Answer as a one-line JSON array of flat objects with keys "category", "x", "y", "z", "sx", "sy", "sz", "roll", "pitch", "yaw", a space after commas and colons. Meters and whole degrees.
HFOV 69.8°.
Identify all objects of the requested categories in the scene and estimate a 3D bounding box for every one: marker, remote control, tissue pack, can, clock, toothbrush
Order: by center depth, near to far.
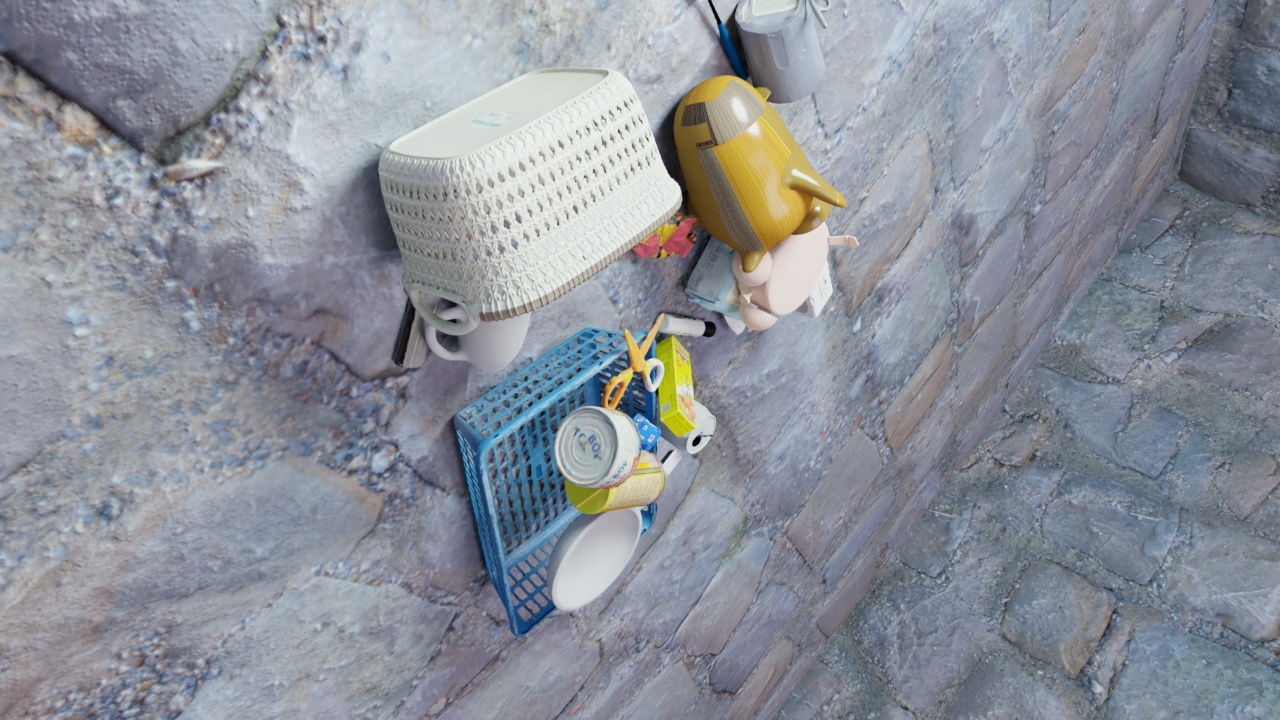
[{"category": "remote control", "x": -0.201, "y": -0.055, "z": 0.858, "sx": 0.033, "sy": 0.013, "sz": 0.137, "roll": -7, "pitch": 121, "yaw": -52}, {"category": "can", "x": -0.046, "y": 0.091, "z": 0.963, "sx": 0.043, "sy": 0.086, "sz": 0.086, "roll": 17, "pitch": 104, "yaw": -57}, {"category": "toothbrush", "x": 0.088, "y": -0.352, "z": 0.986, "sx": 0.014, "sy": 0.014, "sz": 0.167, "roll": -25, "pitch": 154, "yaw": 13}, {"category": "can", "x": -0.029, "y": 0.135, "z": 1.038, "sx": 0.104, "sy": 0.068, "sz": 0.068, "roll": 3, "pitch": 116, "yaw": -52}, {"category": "clock", "x": 0.186, "y": -0.119, "z": 1.146, "sx": 0.160, "sy": 0.086, "sz": 0.131, "roll": -38, "pitch": 141, "yaw": -20}, {"category": "remote control", "x": 0.008, "y": 0.165, "z": 1.176, "sx": 0.124, "sy": 0.012, "sz": 0.028, "roll": -51, "pitch": 149, "yaw": -10}, {"category": "tissue pack", "x": 0.135, "y": -0.143, "z": 1.193, "sx": 0.112, "sy": 0.070, "sz": 0.182, "roll": 20, "pitch": 99, "yaw": -58}, {"category": "can", "x": 0.042, "y": 0.072, "z": 1.201, "sx": 0.064, "sy": 0.127, "sz": 0.064, "roll": -35, "pitch": 142, "yaw": -32}, {"category": "marker", "x": 0.064, "y": -0.045, "z": 1.223, "sx": 0.125, "sy": 0.025, "sz": 0.025, "roll": 4, "pitch": 115, "yaw": -55}]

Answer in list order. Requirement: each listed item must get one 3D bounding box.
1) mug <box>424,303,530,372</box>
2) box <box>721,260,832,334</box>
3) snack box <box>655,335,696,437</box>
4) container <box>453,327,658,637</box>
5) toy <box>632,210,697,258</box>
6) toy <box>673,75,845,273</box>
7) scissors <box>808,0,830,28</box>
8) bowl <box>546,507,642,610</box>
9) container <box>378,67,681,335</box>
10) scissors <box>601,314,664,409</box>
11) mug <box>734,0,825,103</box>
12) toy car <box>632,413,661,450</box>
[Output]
[{"category": "mug", "x": -0.160, "y": -0.030, "z": 0.890, "sx": 0.107, "sy": 0.071, "sz": 0.090, "roll": -20, "pitch": 143, "yaw": -32}, {"category": "box", "x": 0.181, "y": -0.090, "z": 1.287, "sx": 0.136, "sy": 0.126, "sz": 0.109, "roll": -56, "pitch": 149, "yaw": -19}, {"category": "snack box", "x": 0.044, "y": 0.031, "z": 1.159, "sx": 0.029, "sy": 0.147, "sz": 0.040, "roll": -30, "pitch": 124, "yaw": 21}, {"category": "container", "x": -0.098, "y": 0.138, "z": 1.103, "sx": 0.256, "sy": 0.089, "sz": 0.363, "roll": -36, "pitch": 143, "yaw": -31}, {"category": "toy", "x": 0.028, "y": -0.146, "z": 1.057, "sx": 0.084, "sy": 0.046, "sz": 0.103, "roll": -27, "pitch": 156, "yaw": 7}, {"category": "toy", "x": 0.114, "y": -0.226, "z": 1.025, "sx": 0.203, "sy": 0.199, "sz": 0.162, "roll": 55, "pitch": 50, "yaw": -35}, {"category": "scissors", "x": 0.187, "y": -0.421, "z": 0.978, "sx": 0.141, "sy": 0.173, "sz": 0.014, "roll": 2, "pitch": 157, "yaw": -24}, {"category": "bowl", "x": -0.064, "y": 0.226, "z": 1.101, "sx": 0.149, "sy": 0.043, "sz": 0.150, "roll": -35, "pitch": 142, "yaw": -33}, {"category": "container", "x": -0.095, "y": -0.144, "z": 0.771, "sx": 0.245, "sy": 0.185, "sz": 0.143, "roll": -40, "pitch": 129, "yaw": -32}, {"category": "scissors", "x": -0.001, "y": 0.005, "z": 1.019, "sx": 0.127, "sy": 0.011, "sz": 0.125, "roll": 16, "pitch": 105, "yaw": -59}, {"category": "mug", "x": 0.160, "y": -0.369, "z": 1.023, "sx": 0.104, "sy": 0.084, "sz": 0.123, "roll": 54, "pitch": 48, "yaw": -55}, {"category": "toy car", "x": 0.016, "y": 0.093, "z": 1.072, "sx": 0.033, "sy": 0.062, "sz": 0.092, "roll": -54, "pitch": 149, "yaw": -4}]
